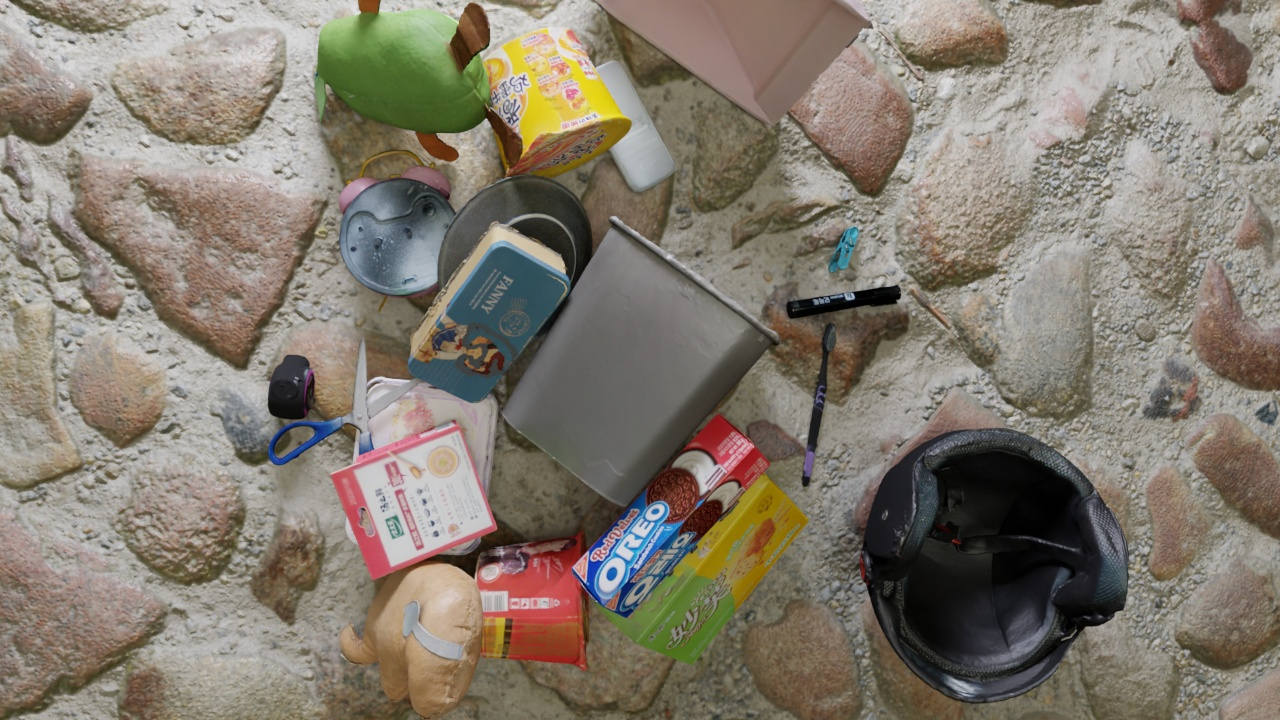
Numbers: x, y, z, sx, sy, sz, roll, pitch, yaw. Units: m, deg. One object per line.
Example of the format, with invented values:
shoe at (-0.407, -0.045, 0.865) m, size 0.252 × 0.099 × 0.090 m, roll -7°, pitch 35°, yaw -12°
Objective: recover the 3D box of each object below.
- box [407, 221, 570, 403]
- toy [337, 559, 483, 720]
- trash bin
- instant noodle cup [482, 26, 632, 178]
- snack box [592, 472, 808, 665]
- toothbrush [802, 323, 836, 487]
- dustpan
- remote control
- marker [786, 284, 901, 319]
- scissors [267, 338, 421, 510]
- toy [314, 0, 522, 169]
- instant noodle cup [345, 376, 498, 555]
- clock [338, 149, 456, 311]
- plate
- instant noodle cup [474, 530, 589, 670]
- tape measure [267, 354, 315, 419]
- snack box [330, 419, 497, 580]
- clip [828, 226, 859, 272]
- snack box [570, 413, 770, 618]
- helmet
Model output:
box at (-0.142, -0.048, 0.866) m, size 0.089 × 0.059 × 0.185 m, roll 26°, pitch 120°, yaw -26°
toy at (-0.227, 0.262, 0.900) m, size 0.082 × 0.227 × 0.143 m, roll 28°, pitch 68°, yaw -32°
trash bin at (-0.005, 0.005, 0.906) m, size 0.198 × 0.199 × 0.220 m, roll 38°, pitch 95°, yaw 5°
instant noodle cup at (-0.092, -0.253, 0.908) m, size 0.138 × 0.138 × 0.110 m, roll -24°, pitch 90°, yaw -7°
snack box at (0.069, 0.206, 0.953) m, size 0.070 × 0.157 × 0.210 m, roll 37°, pitch 86°, yaw 35°
toothbrush at (0.202, 0.051, 1.035) m, size 0.014 × 0.017 × 0.189 m, roll 8°, pitch 94°, yaw -10°
dustpan at (0.052, -0.347, 0.886) m, size 0.138 × 0.223 × 0.273 m, roll -31°, pitch 86°, yaw -19°
remote control at (-0.016, -0.247, 0.974) m, size 0.056 × 0.020 × 0.136 m, roll -31°, pitch 98°, yaw -7°
marker at (0.228, -0.065, 1.030) m, size 0.132 × 0.020 × 0.022 m, roll -9°, pitch 125°, yaw -10°
scissors at (-0.281, 0.068, 0.899) m, size 0.176 × 0.012 × 0.162 m, roll -20°, pitch 95°, yaw -7°
toy at (-0.215, -0.270, 0.862) m, size 0.247 × 0.227 × 0.089 m, roll 17°, pitch 55°, yaw 26°
instant noodle cup at (-0.223, 0.106, 0.946) m, size 0.138 × 0.060 × 0.173 m, roll 7°, pitch 94°, yaw -10°
clock at (-0.239, -0.136, 0.917) m, size 0.117 × 0.060 × 0.158 m, roll -14°, pitch 86°, yaw -2°
plate at (-0.117, -0.095, 0.920) m, size 0.179 × 0.024 × 0.180 m, roll -20°, pitch 125°, yaw -31°
instant noodle cup at (-0.109, 0.245, 0.943) m, size 0.108 × 0.138 × 0.138 m, roll -2°, pitch 94°, yaw -1°
tape measure at (-0.348, 0.031, 0.921) m, size 0.039 × 0.057 × 0.058 m, roll 8°, pitch 124°, yaw -9°
snack box at (-0.218, 0.133, 0.887) m, size 0.127 × 0.044 × 0.113 m, roll -20°, pitch 101°, yaw -15°
clip at (0.228, -0.124, 1.023) m, size 0.013 × 0.038 × 0.055 m, roll 25°, pitch 83°, yaw -13°
snack box at (0.029, 0.148, 0.869) m, size 0.207 × 0.058 × 0.057 m, roll -46°, pitch 55°, yaw -1°
helmet at (0.351, 0.204, 0.963) m, size 0.233 × 0.230 × 0.274 m, roll 13°, pitch 91°, yaw 4°
